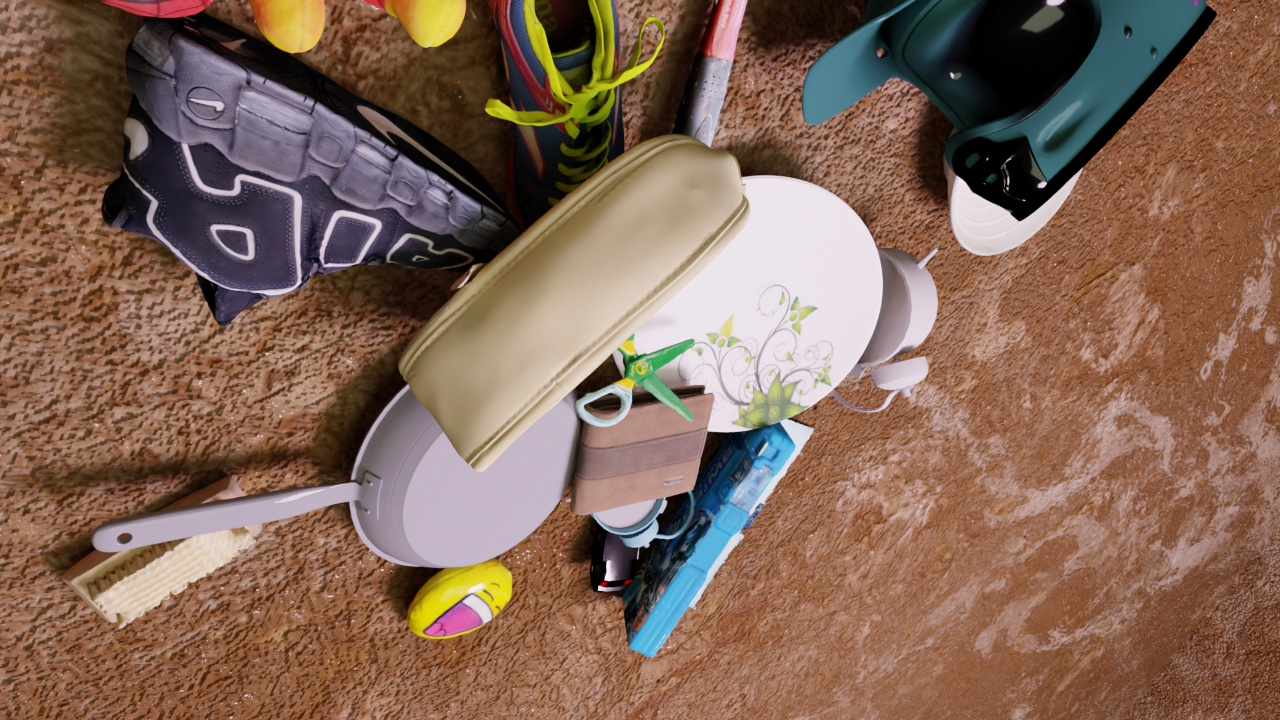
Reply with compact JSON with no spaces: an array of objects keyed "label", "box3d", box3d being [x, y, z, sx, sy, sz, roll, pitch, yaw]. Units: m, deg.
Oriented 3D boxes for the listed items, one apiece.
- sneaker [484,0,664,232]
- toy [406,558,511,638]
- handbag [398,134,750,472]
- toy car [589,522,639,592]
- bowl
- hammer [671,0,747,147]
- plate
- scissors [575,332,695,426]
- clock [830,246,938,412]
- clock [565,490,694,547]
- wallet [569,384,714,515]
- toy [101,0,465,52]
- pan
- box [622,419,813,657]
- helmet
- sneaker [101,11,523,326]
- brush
[{"label":"sneaker","box3d":[-0.047,-0.148,0.570,0.116,0.091,0.242,-26,132,-21]},{"label":"toy","box3d":[-0.152,0.200,0.771,0.094,0.041,0.096,-29,146,-12]},{"label":"handbag","box3d":[-0.035,-0.047,0.576,0.233,0.088,0.190,-42,-179,20]},{"label":"toy car","box3d":[-0.024,0.167,0.843,0.042,0.036,0.091,5,93,-35]},{"label":"bowl","box3d":[0.326,-0.187,0.828,0.176,0.058,0.177,-18,129,-25]},{"label":"hammer","box3d":[0.043,-0.208,0.621,0.140,0.036,0.327,-1,117,-36]},{"label":"plate","box3d":[0.085,-0.045,0.756,0.229,0.030,0.230,-5,120,-9]},{"label":"scissors","box3d":[-0.006,0.010,0.708,0.125,0.011,0.130,44,61,-14]},{"label":"clock","box3d":[0.201,-0.030,0.811,0.061,0.120,0.159,-8,114,-42]},{"label":"clock","box3d":[-0.001,0.119,0.802,0.123,0.042,0.087,28,83,-29]},{"label":"wallet","box3d":[0.002,0.072,0.750,0.121,0.027,0.099,-7,118,-33]},{"label":"toy","box3d":[-0.183,-0.221,0.420,0.215,0.099,0.148,-5,111,-34]},{"label":"pan","box3d":[-0.180,0.090,0.648,0.355,0.051,0.201,-12,126,-41]},{"label":"box","box3d":[0.069,0.154,0.893,0.244,0.070,0.170,-58,166,12]},{"label":"helmet","box3d":[0.253,-0.232,0.648,0.274,0.200,0.177,-45,174,-23]},{"label":"sneaker","box3d":[-0.185,-0.073,0.530,0.252,0.097,0.151,25,109,-42]},{"label":"brush","box3d":[-0.313,0.130,0.612,0.117,0.039,0.049,-32,134,-19]}]
